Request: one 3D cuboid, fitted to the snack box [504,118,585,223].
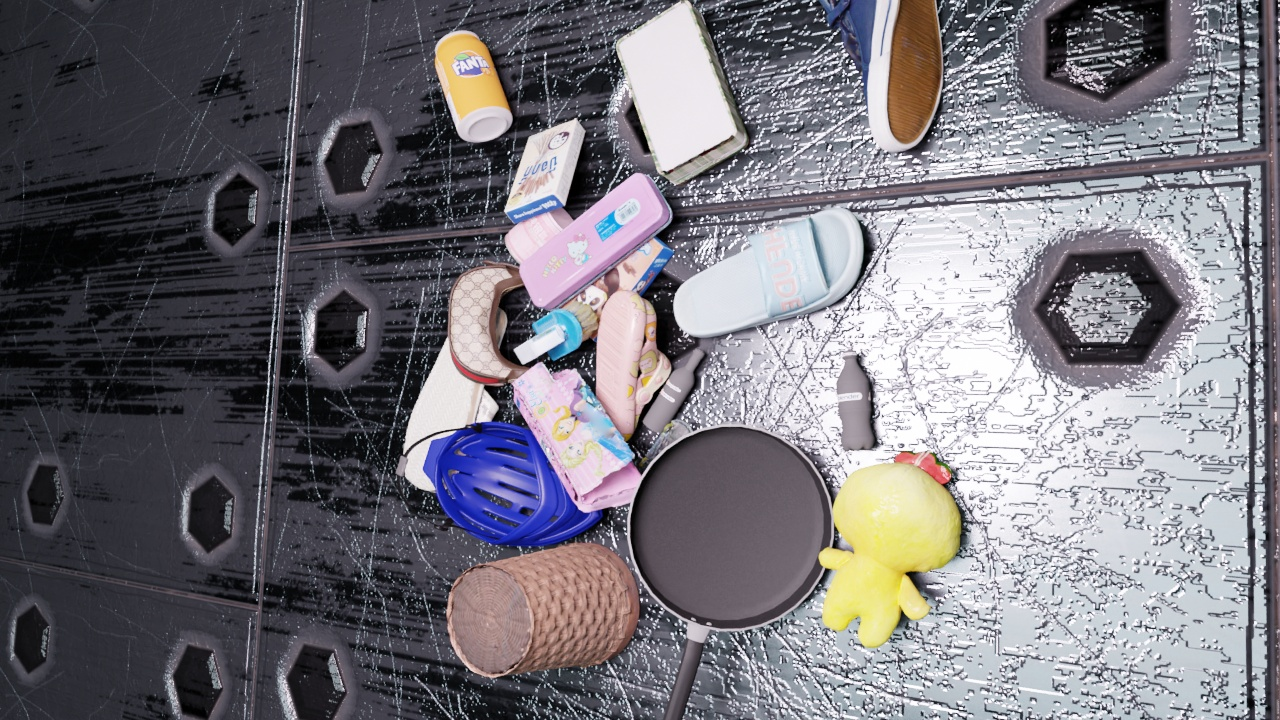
[{"bbox_3d":[-0.124,-0.249,1.202,0.082,0.026,0.149,-13,48,28],"label":"snack box"}]

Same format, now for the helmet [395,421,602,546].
[{"bbox_3d":[-0.180,0.150,1.115,0.242,0.227,0.147,17,88,24],"label":"helmet"}]

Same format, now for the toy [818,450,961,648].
[{"bbox_3d":[0.253,0.190,0.948,0.134,0.092,0.208,21,97,32],"label":"toy"}]

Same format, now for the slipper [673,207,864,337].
[{"bbox_3d":[0.140,-0.093,1.051,0.246,0.074,0.104,-22,75,27],"label":"slipper"}]

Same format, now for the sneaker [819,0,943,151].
[{"bbox_3d":[0.250,-0.365,1.015,0.127,0.120,0.294,-11,76,51],"label":"sneaker"}]

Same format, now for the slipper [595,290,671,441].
[{"bbox_3d":[-0.007,0.007,1.123,0.093,0.081,0.198,45,134,52],"label":"slipper"}]

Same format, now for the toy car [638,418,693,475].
[{"bbox_3d":[0.034,0.112,1.114,0.039,0.027,0.090,42,103,28],"label":"toy car"}]

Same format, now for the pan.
[{"bbox_3d":[0.079,0.245,1.010,0.225,0.034,0.356,17,90,-3],"label":"pan"}]

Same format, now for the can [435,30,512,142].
[{"bbox_3d":[-0.236,-0.384,1.289,0.079,0.079,0.142,-28,72,24],"label":"can"}]

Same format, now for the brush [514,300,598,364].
[{"bbox_3d":[-0.105,-0.032,1.140,0.055,0.075,0.136,59,156,-4],"label":"brush"}]

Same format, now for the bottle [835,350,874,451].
[{"bbox_3d":[0.234,0.044,1.004,0.036,0.036,0.110,-8,81,28],"label":"bottle"}]

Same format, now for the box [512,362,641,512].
[{"bbox_3d":[-0.077,0.075,1.099,0.230,0.084,0.077,52,143,44],"label":"box"}]

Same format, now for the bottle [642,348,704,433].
[{"bbox_3d":[0.044,0.035,1.115,0.030,0.030,0.113,37,103,27],"label":"bottle"}]

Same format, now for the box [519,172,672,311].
[{"bbox_3d":[-0.058,-0.145,1.148,0.215,0.036,0.076,-35,69,21],"label":"box"}]

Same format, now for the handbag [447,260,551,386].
[{"bbox_3d":[-0.184,-0.051,1.218,0.138,0.063,0.166,2,74,-10],"label":"handbag"}]

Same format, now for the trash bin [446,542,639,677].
[{"bbox_3d":[-0.115,0.296,1.074,0.151,0.209,0.151,-3,83,29],"label":"trash bin"}]

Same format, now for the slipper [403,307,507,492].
[{"bbox_3d":[-0.249,0.048,1.266,0.115,0.054,0.272,13,82,28],"label":"slipper"}]

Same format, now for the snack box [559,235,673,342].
[{"bbox_3d":[-0.036,-0.106,1.173,0.087,0.034,0.151,44,105,26],"label":"snack box"}]

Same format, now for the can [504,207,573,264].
[{"bbox_3d":[-0.130,-0.164,1.213,0.076,0.067,0.067,-37,68,22],"label":"can"}]

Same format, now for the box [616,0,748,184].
[{"bbox_3d":[0.051,-0.332,1.142,0.118,0.050,0.205,-26,73,22],"label":"box"}]
